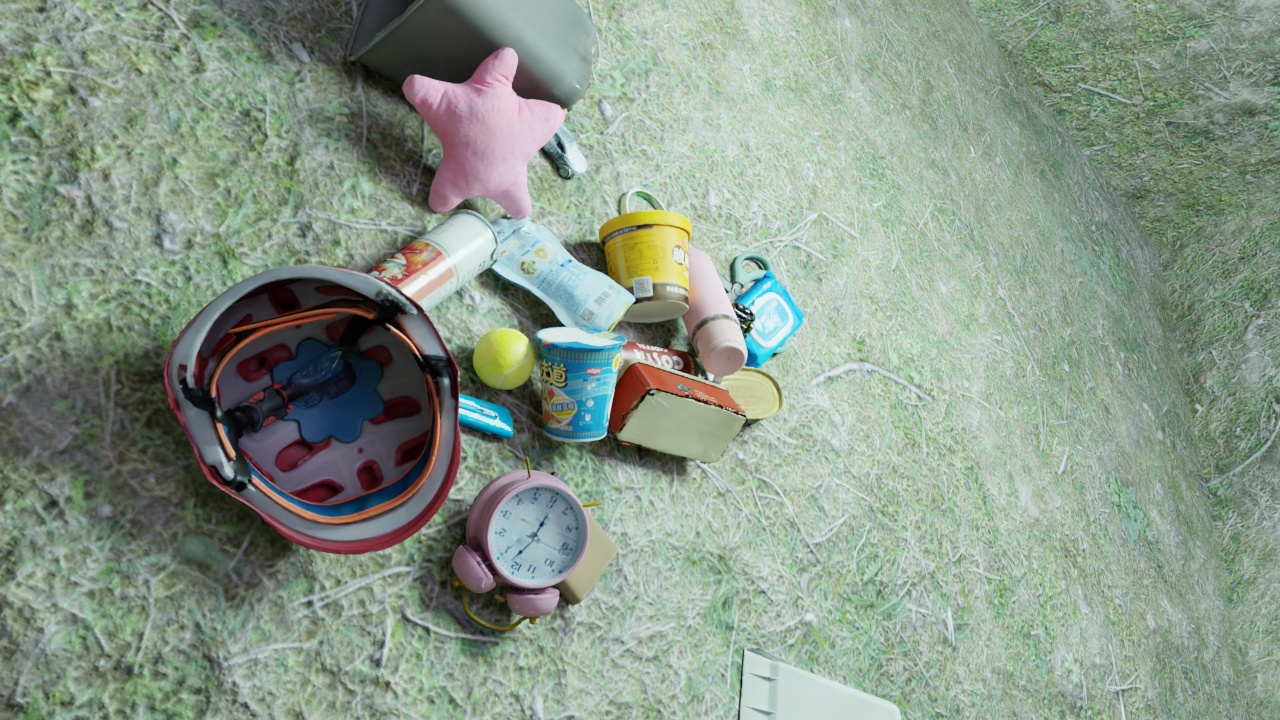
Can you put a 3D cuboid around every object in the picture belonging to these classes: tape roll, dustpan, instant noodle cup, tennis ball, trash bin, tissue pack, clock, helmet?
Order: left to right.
[{"bbox_3d":[-0.260,0.031,0.768,0.206,0.144,0.240,-26,110,-13],"label":"helmet"},{"bbox_3d":[-0.182,-0.384,1.058,0.219,0.200,0.198,32,49,-38],"label":"trash bin"},{"bbox_3d":[-0.144,-0.002,0.971,0.065,0.066,0.065,23,54,-35],"label":"tennis ball"},{"bbox_3d":[-0.114,0.182,0.883,0.117,0.060,0.158,33,77,-18],"label":"clock"},{"bbox_3d":[-0.069,0.027,0.993,0.099,0.099,0.110,-12,112,-48],"label":"instant noodle cup"},{"bbox_3d":[0.008,-0.199,1.272,0.085,0.014,0.085,23,53,-35],"label":"tape roll"},{"bbox_3d":[0.010,-0.114,1.156,0.118,0.119,0.114,9,70,-42],"label":"instant noodle cup"},{"bbox_3d":[0.171,-0.056,1.306,0.156,0.052,0.095,-42,101,-31],"label":"tissue pack"},{"bbox_3d":[0.218,0.498,1.105,0.257,0.143,0.222,14,54,-5],"label":"dustpan"}]

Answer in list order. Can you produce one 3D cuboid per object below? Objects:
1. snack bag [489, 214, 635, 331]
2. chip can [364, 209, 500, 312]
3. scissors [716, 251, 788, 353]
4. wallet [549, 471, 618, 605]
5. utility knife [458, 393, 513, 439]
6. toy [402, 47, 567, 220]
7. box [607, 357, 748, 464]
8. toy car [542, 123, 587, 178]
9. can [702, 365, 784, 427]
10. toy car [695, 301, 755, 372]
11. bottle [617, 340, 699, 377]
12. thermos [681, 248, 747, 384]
[{"bbox_3d":[-0.102,-0.102,1.067,0.191,0.039,0.110,37,51,0],"label":"snack bag"},{"bbox_3d":[-0.230,-0.078,0.922,0.071,0.071,0.214,52,42,-10],"label":"chip can"},{"bbox_3d":[0.172,-0.099,1.378,0.170,0.019,0.178,42,47,-16],"label":"scissors"},{"bbox_3d":[-0.081,0.185,0.960,0.115,0.033,0.090,52,45,-12],"label":"wallet"},{"bbox_3d":[-0.205,0.041,0.923,0.178,0.018,0.034,22,55,-34],"label":"utility knife"},{"bbox_3d":[-0.160,-0.241,1.014,0.178,0.074,0.195,-20,126,-17],"label":"toy"},{"bbox_3d":[0.042,0.069,1.088,0.168,0.091,0.077,18,26,-38],"label":"box"},{"bbox_3d":[-0.103,-0.278,1.191,0.090,0.034,0.042,51,39,-13],"label":"toy car"},{"bbox_3d":[0.128,0.050,1.229,0.148,0.049,0.074,1,68,-45],"label":"can"},{"bbox_3d":[0.112,-0.031,1.236,0.048,0.105,0.032,29,6,-18],"label":"toy car"},{"bbox_3d":[-0.007,0.006,1.111,0.174,0.058,0.057,9,62,-43],"label":"bottle"},{"bbox_3d":[0.084,-0.055,1.190,0.067,0.087,0.198,-2,42,-15],"label":"thermos"}]
